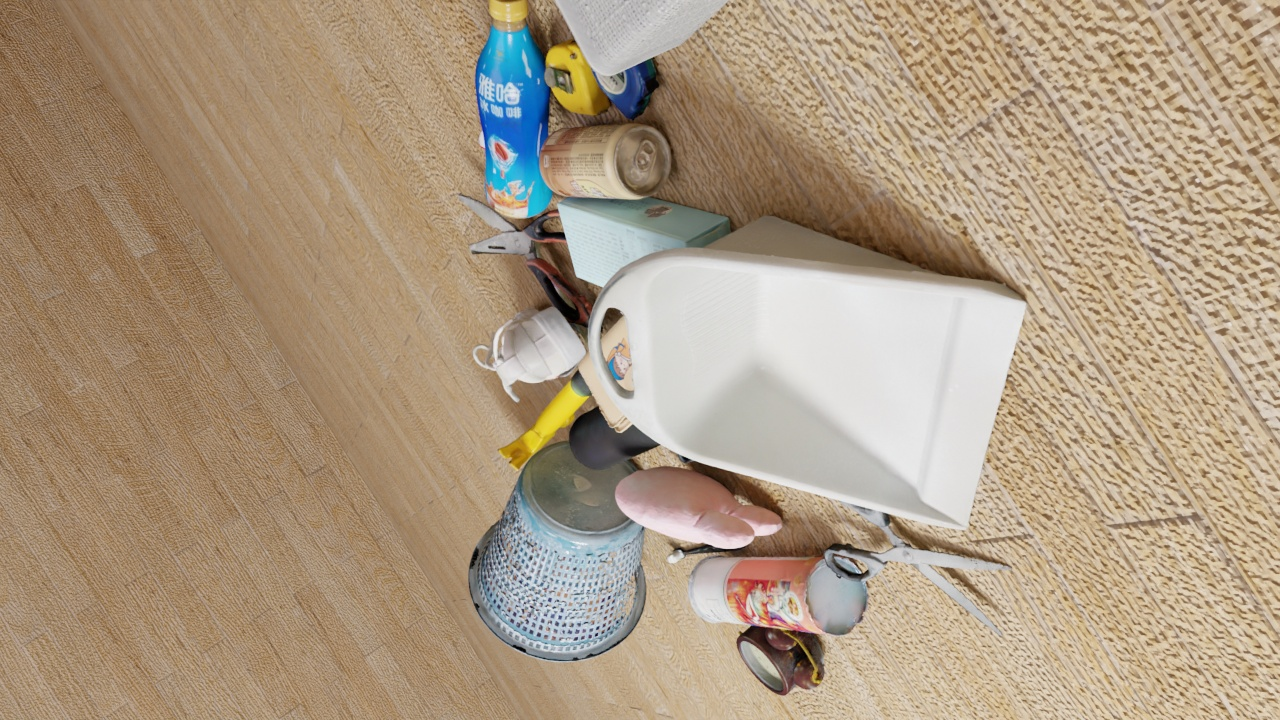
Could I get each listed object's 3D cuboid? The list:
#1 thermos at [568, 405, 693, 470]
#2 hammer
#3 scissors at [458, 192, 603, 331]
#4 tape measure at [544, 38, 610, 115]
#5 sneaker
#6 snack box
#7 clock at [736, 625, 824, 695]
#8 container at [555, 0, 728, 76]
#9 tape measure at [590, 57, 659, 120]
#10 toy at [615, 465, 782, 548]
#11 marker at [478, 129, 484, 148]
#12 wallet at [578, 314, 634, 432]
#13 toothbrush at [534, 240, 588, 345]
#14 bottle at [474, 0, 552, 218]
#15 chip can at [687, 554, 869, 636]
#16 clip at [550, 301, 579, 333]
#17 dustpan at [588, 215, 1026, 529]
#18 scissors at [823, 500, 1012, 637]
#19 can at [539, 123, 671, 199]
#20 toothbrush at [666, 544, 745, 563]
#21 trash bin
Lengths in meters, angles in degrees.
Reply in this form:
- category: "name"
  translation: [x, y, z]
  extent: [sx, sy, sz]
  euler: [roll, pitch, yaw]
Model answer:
- category: "thermos"
  translation: [0.000, 0.071, 0.927]
  extent: [0.243, 0.068, 0.090]
  euler: [-31, 71, 63]
- category: "hammer"
  translation: [-0.059, 0.026, 0.938]
  extent: [0.033, 0.128, 0.302]
  euler: [46, 137, 1]
- category: "scissors"
  translation: [-0.107, -0.114, 0.935]
  extent: [0.227, 0.015, 0.190]
  euler: [49, 143, 6]
- category: "tape measure"
  translation: [-0.055, -0.230, 0.747]
  extent: [0.057, 0.028, 0.060]
  euler: [25, 139, 47]
- category: "sneaker"
  translation: [-0.123, -0.003, 0.983]
  extent: [0.089, 0.090, 0.242]
  euler: [56, 171, -7]
- category: "snack box"
  translation: [0.005, -0.093, 0.770]
  extent: [0.175, 0.051, 0.074]
  euler: [25, 137, 45]
- category: "clock"
  translation: [0.149, 0.300, 0.950]
  extent: [0.082, 0.055, 0.122]
  euler: [56, 156, 2]
- category: "container"
  translation: [0.012, -0.246, 0.558]
  extent: [0.114, 0.090, 0.090]
  euler: [-14, 108, 58]
- category: "tape measure"
  translation: [-0.011, -0.218, 0.691]
  extent: [0.058, 0.025, 0.055]
  euler: [50, 151, 5]
- category: "toy"
  translation: [0.054, 0.144, 0.889]
  extent: [0.160, 0.121, 0.054]
  euler: [18, 106, 41]
- category: "marker"
  translation: [-0.134, -0.243, 0.877]
  extent: [0.017, 0.017, 0.145]
  euler: [56, 153, 2]
- category: "wallet"
  translation: [-0.005, 0.005, 0.815]
  extent: [0.115, 0.024, 0.087]
  euler: [-44, 67, 35]
- category: "toothbrush"
  translation: [-0.069, -0.052, 0.975]
  extent: [0.029, 0.020, 0.189]
  euler: [-29, 96, 31]
- category: "bottle"
  translation: [-0.109, -0.222, 0.802]
  extent: [0.065, 0.065, 0.219]
  euler: [44, 151, 25]
- category: "chip can"
  translation: [0.127, 0.224, 0.890]
  extent: [0.071, 0.071, 0.215]
  euler: [59, 152, -3]
- category: "clip"
  translation: [-0.083, -0.052, 0.996]
  extent: [0.058, 0.043, 0.027]
  euler: [65, 159, 2]
- category: "dustpan"
  translation: [0.095, 0.017, 0.646]
  extent: [0.258, 0.142, 0.223]
  euler: [37, 147, 37]
- category: "scissors"
  translation: [0.207, 0.154, 0.728]
  extent: [0.180, 0.014, 0.160]
  euler: [54, 144, 16]
- category: "can"
  translation: [-0.031, -0.162, 0.747]
  extent: [0.116, 0.058, 0.058]
  euler: [16, 132, 53]
- category: "toothbrush"
  translation: [0.072, 0.213, 1.029]
  extent: [0.015, 0.018, 0.181]
  euler: [61, 152, 3]
- category: "trash bin"
  translation: [-0.081, 0.210, 1.095]
  extent: [0.226, 0.225, 0.196]
  euler: [43, 137, 25]
